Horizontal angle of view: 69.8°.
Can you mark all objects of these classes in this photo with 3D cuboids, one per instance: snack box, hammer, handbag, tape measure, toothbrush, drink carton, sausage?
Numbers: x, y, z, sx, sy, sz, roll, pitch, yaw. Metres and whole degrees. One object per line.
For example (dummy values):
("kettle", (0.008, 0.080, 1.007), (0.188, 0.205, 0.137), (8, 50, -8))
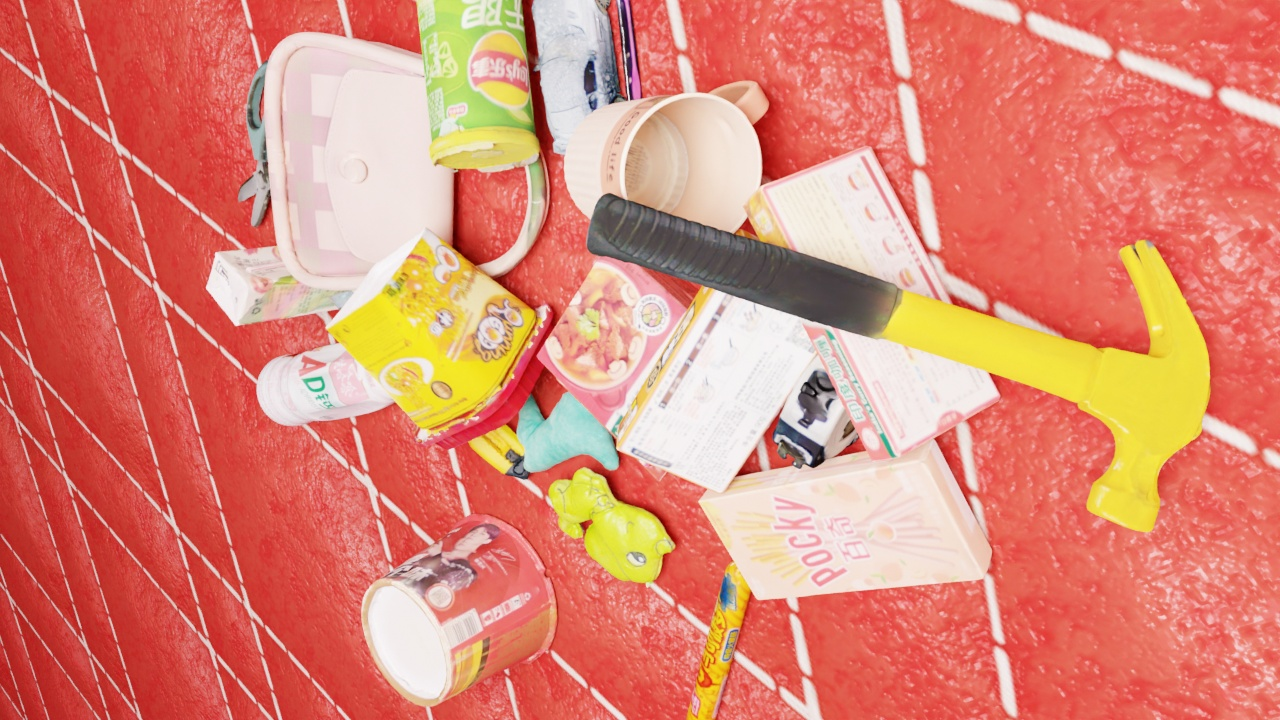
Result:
("snack box", (-0.004, 0.004, 0.612), (0.113, 0.044, 0.127), (43, 117, 19))
("hammer", (0.120, -0.024, 0.444), (0.301, 0.033, 0.129), (18, 91, 6))
("handbag", (-0.168, -0.140, 0.694), (0.234, 0.093, 0.193), (13, 112, 23))
("tape measure", (0.111, 0.023, 0.525), (0.033, 0.065, 0.066), (34, 124, 26))
("toothbrush", (-0.007, -0.180, 0.589), (0.018, 0.014, 0.189), (4, 106, 47))
("snack box", (0.052, 0.005, 0.539), (0.075, 0.026, 0.154), (24, 117, -12))
("drink carton", (-0.293, -0.069, 0.775), (0.053, 0.122, 0.046), (44, 124, 21))
("snack box", (0.123, -0.032, 0.490), (0.155, 0.076, 0.027), (64, 157, 4))
("sausage", (0.056, 0.205, 0.651), (0.021, 0.021, 0.165), (25, 118, 30))
("snack box", (0.119, 0.100, 0.553), (0.158, 0.026, 0.084), (-19, 109, 40))

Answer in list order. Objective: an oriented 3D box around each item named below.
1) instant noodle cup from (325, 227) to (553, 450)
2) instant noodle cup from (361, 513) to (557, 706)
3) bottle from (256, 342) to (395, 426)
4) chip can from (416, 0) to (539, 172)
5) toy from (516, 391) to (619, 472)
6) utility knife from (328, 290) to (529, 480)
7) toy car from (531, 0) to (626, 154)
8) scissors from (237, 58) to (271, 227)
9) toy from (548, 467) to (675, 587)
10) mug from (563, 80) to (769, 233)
("instant noodle cup", (-0.143, -0.017, 0.656), (0.116, 0.116, 0.123), (-23, 122, 40))
("instant noodle cup", (-0.155, 0.209, 0.761), (0.138, 0.108, 0.138), (12, 110, 35))
("bottle", (-0.258, 0.017, 0.813), (0.197, 0.068, 0.068), (-9, 98, 35))
("chip can", (-0.111, -0.238, 0.593), (0.073, 0.072, 0.221), (-5, 91, 39))
("toy", (-0.065, 0.051, 0.694), (0.092, 0.030, 0.096), (-29, 82, 36))
("utility knife", (-0.166, 0.019, 0.731), (0.216, 0.015, 0.033), (43, 94, 0))
("toy car", (-0.043, -0.195, 0.599), (0.054, 0.036, 0.120), (0, 100, 39))
("scissors", (-0.321, -0.173, 0.832), (0.171, 0.019, 0.177), (42, 123, 20))
("toy", (-0.022, 0.124, 0.679), (0.097, 0.031, 0.100), (-30, 93, 44))
("mug", (0.019, -0.120, 0.531), (0.081, 0.114, 0.106), (50, 172, -25))
